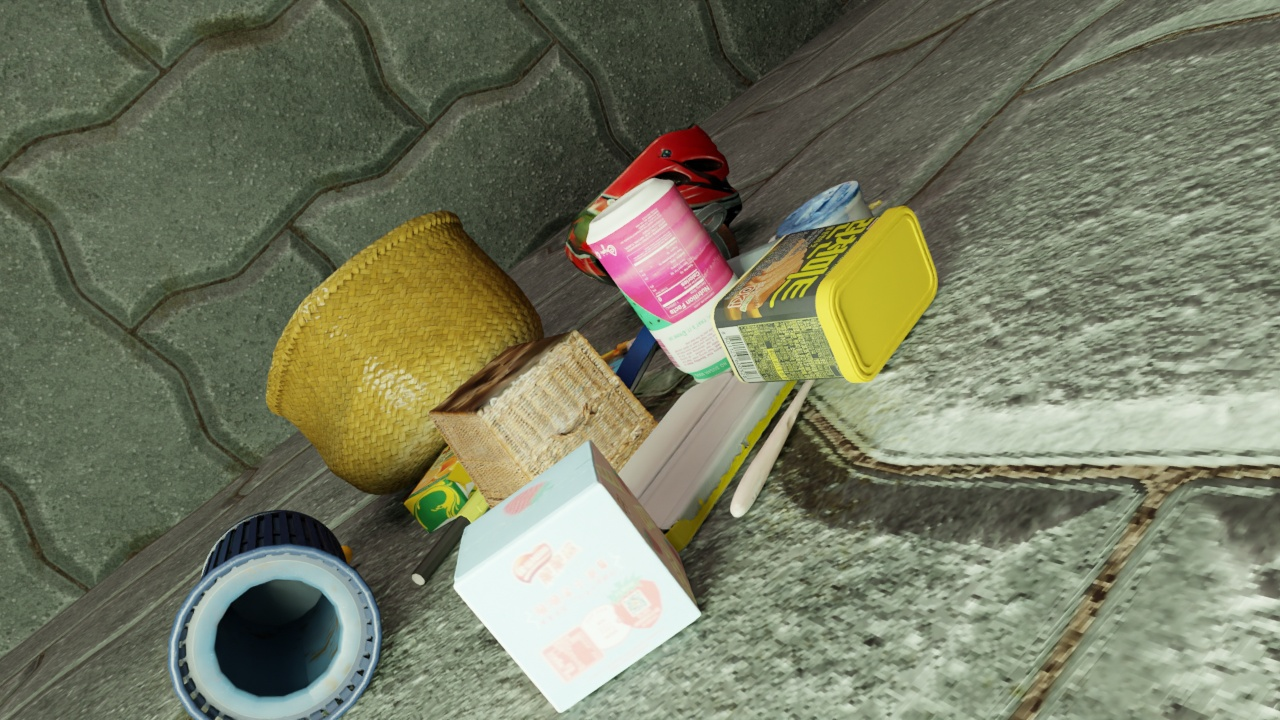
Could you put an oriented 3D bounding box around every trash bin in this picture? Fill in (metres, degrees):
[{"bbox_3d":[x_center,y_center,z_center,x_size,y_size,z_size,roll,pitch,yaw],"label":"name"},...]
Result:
[{"bbox_3d":[-0.299,0.201,0.757,0.139,0.139,0.250,-41,13,-18],"label":"trash bin"}]

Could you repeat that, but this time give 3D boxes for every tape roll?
[{"bbox_3d":[-0.005,0.005,0.850,0.091,0.016,0.093,-56,-6,-50],"label":"tape roll"}]

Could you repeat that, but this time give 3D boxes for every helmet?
[{"bbox_3d":[0.018,-0.186,1.176,0.271,0.167,0.218,-34,-10,-45],"label":"helmet"}]

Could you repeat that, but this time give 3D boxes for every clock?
[{"bbox_3d":[0.169,-0.125,0.882,0.088,0.052,0.126,-46,17,-32],"label":"clock"}]

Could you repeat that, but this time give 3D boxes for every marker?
[{"bbox_3d":[-0.166,0.155,0.834,0.021,0.017,0.123,-25,19,39],"label":"marker"}]

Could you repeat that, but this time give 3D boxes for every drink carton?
[{"bbox_3d":[-0.189,0.119,0.955,0.058,0.041,0.122,-30,15,21],"label":"drink carton"}]

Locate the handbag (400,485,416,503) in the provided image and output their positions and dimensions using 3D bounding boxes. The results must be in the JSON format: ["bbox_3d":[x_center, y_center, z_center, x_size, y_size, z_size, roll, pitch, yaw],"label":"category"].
[{"bbox_3d":[-0.232,0.130,1.060,0.120,0.029,0.055,-38,11,14],"label":"handbag"}]

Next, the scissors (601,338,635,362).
[{"bbox_3d":[-0.018,-0.013,1.021,0.125,0.011,0.128,-33,7,-7],"label":"scissors"}]

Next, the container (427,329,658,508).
[{"bbox_3d":[-0.090,0.056,0.782,0.113,0.113,0.199,-42,14,-23],"label":"container"}]

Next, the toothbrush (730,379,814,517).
[{"bbox_3d":[0.097,0.040,0.594,0.018,0.016,0.180,-16,23,40],"label":"toothbrush"}]

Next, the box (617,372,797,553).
[{"bbox_3d":[0.028,0.069,0.652,0.127,0.023,0.208,-18,23,46],"label":"box"}]

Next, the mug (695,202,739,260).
[{"bbox_3d":[0.053,-0.118,1.039,0.111,0.081,0.118,-38,-22,-23],"label":"mug"}]

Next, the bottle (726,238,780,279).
[{"bbox_3d":[0.091,-0.069,0.864,0.072,0.046,0.162,-2,-11,-39],"label":"bottle"}]

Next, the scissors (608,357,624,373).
[{"bbox_3d":[-0.002,-0.007,0.983,0.137,0.015,0.056,-36,11,15],"label":"scissors"}]

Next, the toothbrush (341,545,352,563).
[{"bbox_3d":[-0.369,0.265,0.934,0.196,0.031,0.031,-48,-13,-28],"label":"toothbrush"}]

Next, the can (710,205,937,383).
[{"bbox_3d":[0.126,-0.042,0.633,0.101,0.072,0.130,-5,30,46],"label":"can"}]

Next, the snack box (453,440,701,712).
[{"bbox_3d":[-0.035,0.114,0.502,0.093,0.095,0.079,-36,14,2],"label":"snack box"}]

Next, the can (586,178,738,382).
[{"bbox_3d":[0.032,-0.068,0.785,0.088,0.166,0.088,-33,14,10],"label":"can"}]

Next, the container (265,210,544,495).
[{"bbox_3d":[-0.258,0.002,1.070,0.307,0.196,0.307,-47,-1,-2],"label":"container"}]
